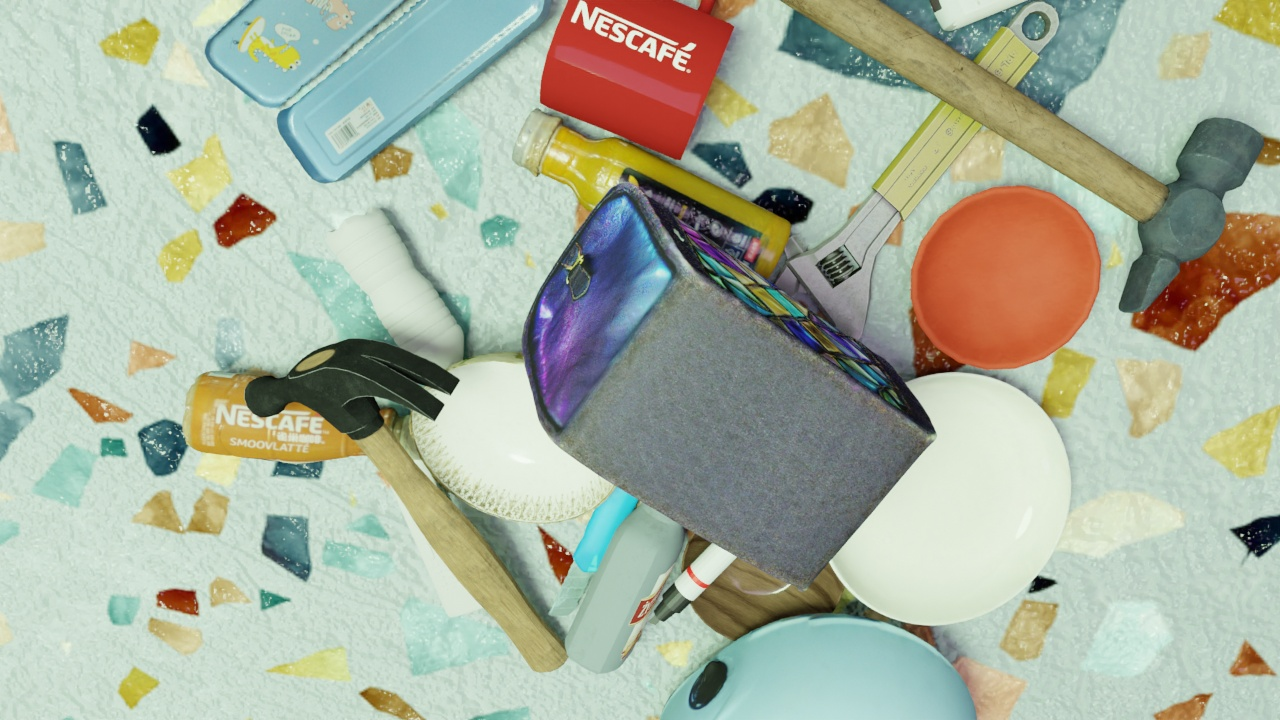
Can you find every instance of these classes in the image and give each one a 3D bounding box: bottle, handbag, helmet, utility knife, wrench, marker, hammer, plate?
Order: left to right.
[{"bbox_3d":[-0.235,0.046,0.662,0.167,0.059,0.059,8,105,-8],"label":"bottle"},{"bbox_3d":[-0.163,-0.040,0.641,0.044,0.044,0.136,-30,101,10],"label":"bottle"},{"bbox_3d":[-0.132,0.116,0.642,0.132,0.040,0.305,-15,121,27],"label":"hammer"},{"bbox_3d":[-0.023,0.112,0.687,0.031,0.015,0.198,27,101,1],"label":"utility knife"},{"bbox_3d":[0.000,0.143,0.664,0.046,0.072,0.161,28,105,13],"label":"bottle"},{"bbox_3d":[0.006,-0.108,0.608,0.186,0.053,0.053,26,104,-3],"label":"bottle"},{"bbox_3d":[0.043,0.004,0.549,0.205,0.221,0.126,32,104,-16],"label":"handbag"},{"bbox_3d":[0.055,0.140,0.652,0.019,0.019,0.146,40,103,-7],"label":"marker"},{"bbox_3d":[0.124,0.314,0.649,0.225,0.166,0.266,34,110,-6],"label":"helmet"},{"bbox_3d":[0.181,-0.117,0.613,0.083,0.018,0.274,37,104,-6],"label":"wrench"},{"bbox_3d":[0.210,0.095,0.649,0.182,0.034,0.182,-1,100,-6],"label":"plate"},{"bbox_3d":[0.218,-0.156,0.563,0.322,0.040,0.129,30,89,-5],"label":"hammer"}]

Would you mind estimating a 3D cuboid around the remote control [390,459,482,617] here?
[{"bbox_3d":[-0.155,0.135,0.702,0.033,0.012,0.131,-19,103,6],"label":"remote control"}]

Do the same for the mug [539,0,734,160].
[{"bbox_3d":[0.002,-0.198,0.577,0.096,0.080,0.116,22,76,-2],"label":"mug"}]

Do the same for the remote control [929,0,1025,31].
[{"bbox_3d":[0.246,-0.259,0.569,0.138,0.025,0.060,-20,102,10],"label":"remote control"}]

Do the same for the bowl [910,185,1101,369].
[{"bbox_3d":[0.240,-0.057,0.617,0.122,0.035,0.122,1,104,3],"label":"bowl"}]

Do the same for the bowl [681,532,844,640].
[{"bbox_3d":[0.090,0.150,0.681,0.119,0.032,0.119,1,105,3],"label":"bowl"}]

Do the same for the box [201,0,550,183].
[{"bbox_3d":[-0.168,-0.216,0.591,0.210,0.039,0.126,-32,113,17],"label":"box"}]

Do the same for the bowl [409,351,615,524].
[{"bbox_3d":[-0.079,0.041,0.636,0.145,0.063,0.145,6,126,9],"label":"bowl"}]
